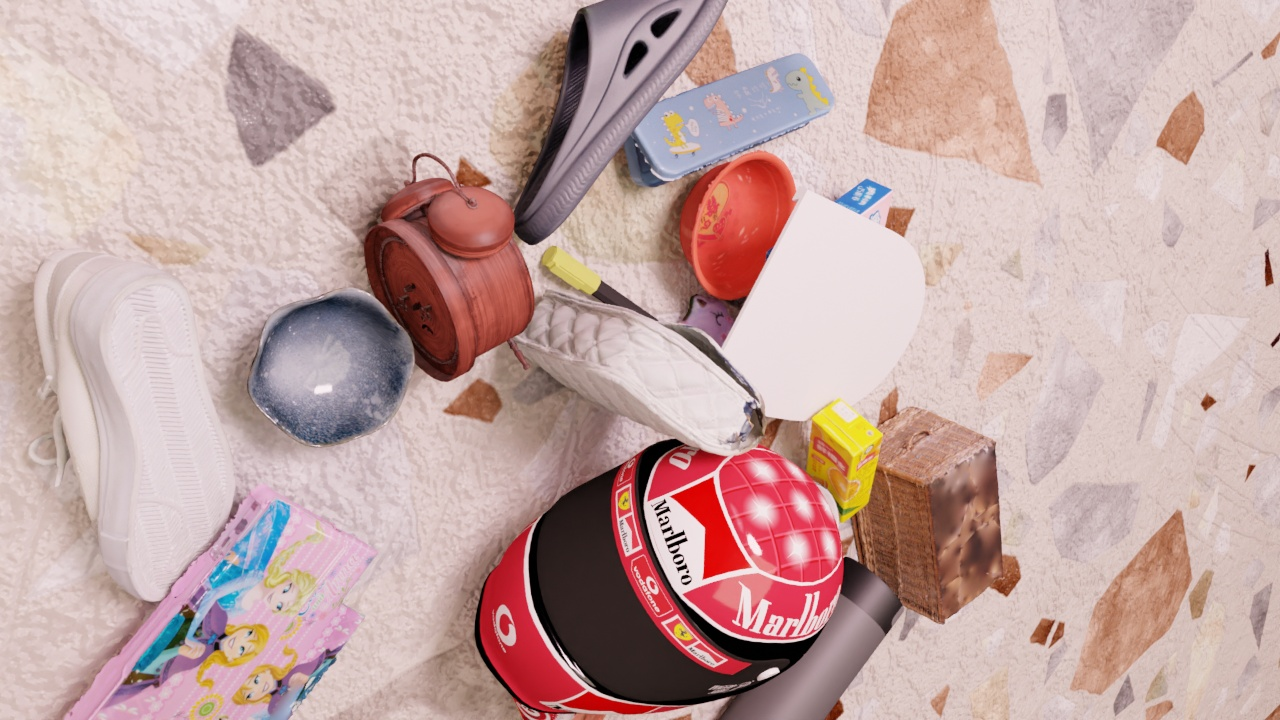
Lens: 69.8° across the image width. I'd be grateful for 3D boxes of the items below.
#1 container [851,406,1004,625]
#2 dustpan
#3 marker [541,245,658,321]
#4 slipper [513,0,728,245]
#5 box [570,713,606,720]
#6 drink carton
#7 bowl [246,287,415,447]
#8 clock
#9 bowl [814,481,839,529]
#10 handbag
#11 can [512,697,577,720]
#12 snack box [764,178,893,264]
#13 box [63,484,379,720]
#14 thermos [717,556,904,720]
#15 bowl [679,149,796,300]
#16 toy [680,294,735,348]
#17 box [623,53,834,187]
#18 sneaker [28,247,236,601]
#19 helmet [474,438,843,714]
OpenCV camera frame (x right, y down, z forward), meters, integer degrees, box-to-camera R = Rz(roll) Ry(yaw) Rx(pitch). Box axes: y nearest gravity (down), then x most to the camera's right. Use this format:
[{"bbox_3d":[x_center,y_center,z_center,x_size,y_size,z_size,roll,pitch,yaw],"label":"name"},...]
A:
[{"bbox_3d":[0.306,0.165,0.983,0.113,0.113,0.199,-26,115,-25],"label":"container"},{"bbox_3d":[0.158,-0.042,0.831,0.257,0.053,0.192,11,111,-46],"label":"dustpan"},{"bbox_3d":[-0.031,-0.056,0.768,0.123,0.018,0.021,33,39,-35],"label":"marker"},{"bbox_3d":[-0.031,-0.213,0.690,0.083,0.111,0.268,36,87,-18],"label":"slipper"},{"bbox_3d":[-0.046,0.291,0.830,0.064,0.056,0.188,33,79,3],"label":"box"},{"bbox_3d":[0.197,0.099,0.893,0.042,0.058,0.135,-34,147,-17],"label":"drink carton"},{"bbox_3d":[-0.219,0.002,0.641,0.110,0.055,0.110,-8,105,-31],"label":"bowl"},{"bbox_3d":[-0.134,-0.066,0.641,0.072,0.121,0.158,-30,124,-32],"label":"clock"},{"bbox_3d":[0.133,0.165,0.901,0.113,0.063,0.113,-8,105,-31],"label":"bowl"},{"bbox_3d":[-0.004,0.004,0.695,0.139,0.195,0.072,37,80,-32],"label":"handbag"},{"bbox_3d":[-0.087,0.255,0.782,0.064,0.064,0.105,-29,116,-24],"label":"can"},{"bbox_3d":[0.172,-0.096,0.848,0.153,0.033,0.088,-36,146,-29],"label":"snack box"},{"bbox_3d":[-0.281,0.216,0.646,0.230,0.035,0.159,-53,138,-12],"label":"box"},{"bbox_3d":[0.173,0.324,0.955,0.240,0.082,0.082,-48,122,-14],"label":"thermos"},{"bbox_3d":[0.078,-0.120,0.797,0.130,0.045,0.131,-23,126,-36],"label":"bowl"},{"bbox_3d":[0.071,-0.010,0.835,0.099,0.036,0.080,24,89,-36],"label":"toy"},{"bbox_3d":[0.081,-0.206,0.771,0.209,0.059,0.068,-28,114,-31],"label":"box"},{"bbox_3d":[-0.325,0.041,0.578,0.089,0.091,0.243,-40,145,-52],"label":"sneaker"},{"bbox_3d":[0.038,0.163,0.720,0.270,0.225,0.197,4,55,-44],"label":"helmet"}]
